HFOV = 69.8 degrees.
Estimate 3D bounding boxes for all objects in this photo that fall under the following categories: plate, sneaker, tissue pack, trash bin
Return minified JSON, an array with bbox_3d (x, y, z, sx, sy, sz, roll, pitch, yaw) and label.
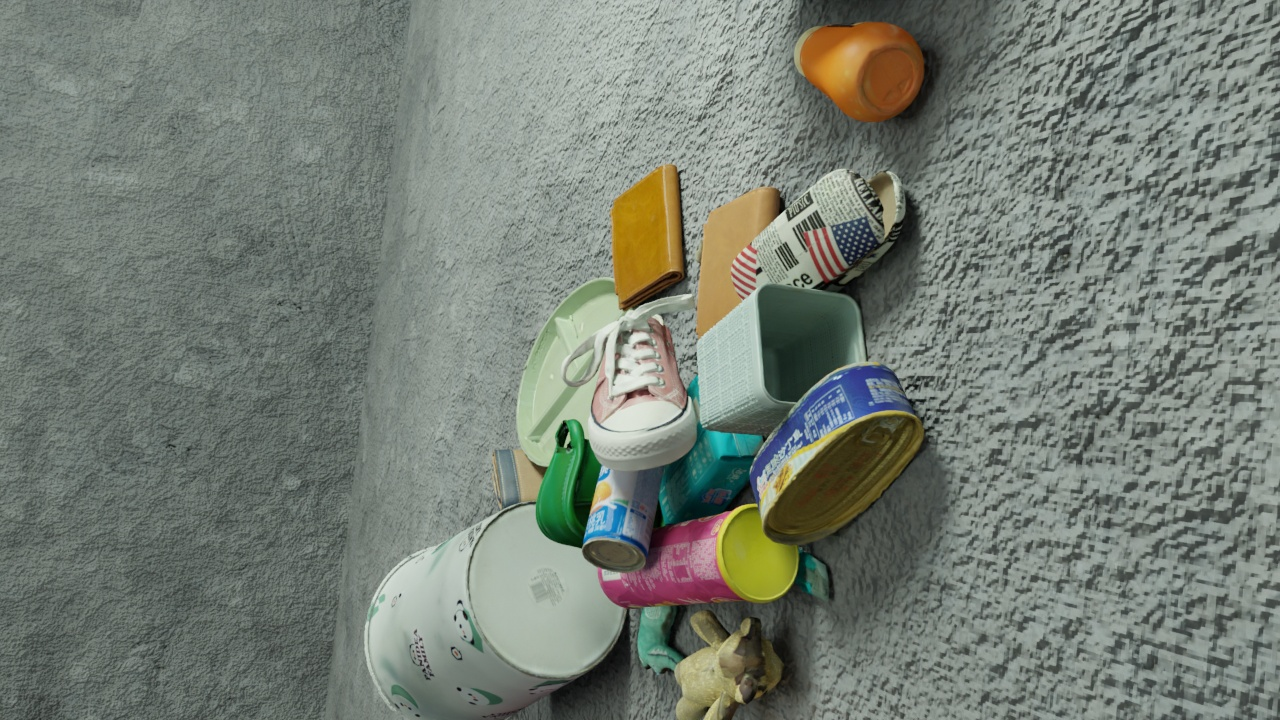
[{"bbox_3d":[-0.070,0.014,1.056,0.231,0.027,0.229,-32,47,41],"label":"plate"},{"bbox_3d":[-0.005,0.004,0.767,0.240,0.118,0.088,-89,-14,-65],"label":"sneaker"},{"bbox_3d":[0.054,0.084,0.810,0.134,0.050,0.093,-58,35,42],"label":"tissue pack"},{"bbox_3d":[-0.154,0.280,1.016,0.253,0.229,0.229,-40,48,47],"label":"trash bin"}]

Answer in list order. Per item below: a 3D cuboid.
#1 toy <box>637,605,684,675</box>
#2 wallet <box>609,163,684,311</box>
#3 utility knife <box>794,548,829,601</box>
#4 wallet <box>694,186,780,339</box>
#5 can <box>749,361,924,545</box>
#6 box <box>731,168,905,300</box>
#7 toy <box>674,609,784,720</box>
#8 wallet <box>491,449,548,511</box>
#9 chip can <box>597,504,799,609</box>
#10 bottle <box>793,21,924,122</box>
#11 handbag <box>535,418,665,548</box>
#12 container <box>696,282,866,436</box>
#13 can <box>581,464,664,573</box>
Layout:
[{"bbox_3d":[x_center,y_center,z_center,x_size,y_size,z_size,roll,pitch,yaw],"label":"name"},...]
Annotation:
[{"bbox_3d":[0.019,0.255,0.867,0.096,0.030,0.092,16,103,57],"label":"toy"},{"bbox_3d":[0.000,-0.129,0.984,0.119,0.035,0.130,-30,56,49],"label":"wallet"},{"bbox_3d":[0.103,0.153,0.733,0.158,0.013,0.029,16,96,64],"label":"utility knife"},{"bbox_3d":[0.084,-0.077,0.814,0.108,0.031,0.131,-15,67,63],"label":"wallet"},{"bbox_3d":[0.130,0.067,0.630,0.049,0.074,0.148,-102,32,-42],"label":"can"},{"bbox_3d":[0.121,-0.080,0.679,0.164,0.082,0.075,-37,52,54],"label":"box"},{"bbox_3d":[0.063,0.258,0.743,0.158,0.066,0.105,123,157,-56],"label":"toy"},{"bbox_3d":[-0.113,0.139,1.071,0.090,0.115,0.033,-109,23,-44],"label":"wallet"},{"bbox_3d":[0.040,0.167,0.758,0.211,0.071,0.071,-29,58,58],"label":"chip can"},{"bbox_3d":[0.152,-0.222,0.684,0.149,0.066,0.067,-116,41,-61],"label":"bottle"},{"bbox_3d":[-0.034,0.125,0.896,0.068,0.131,0.120,-15,65,51],"label":"handbag"},{"bbox_3d":[0.101,0.007,0.694,0.112,0.089,0.090,142,131,-61],"label":"container"},{"bbox_3d":[-0.010,0.107,0.773,0.053,0.053,0.134,-51,20,48],"label":"can"}]
